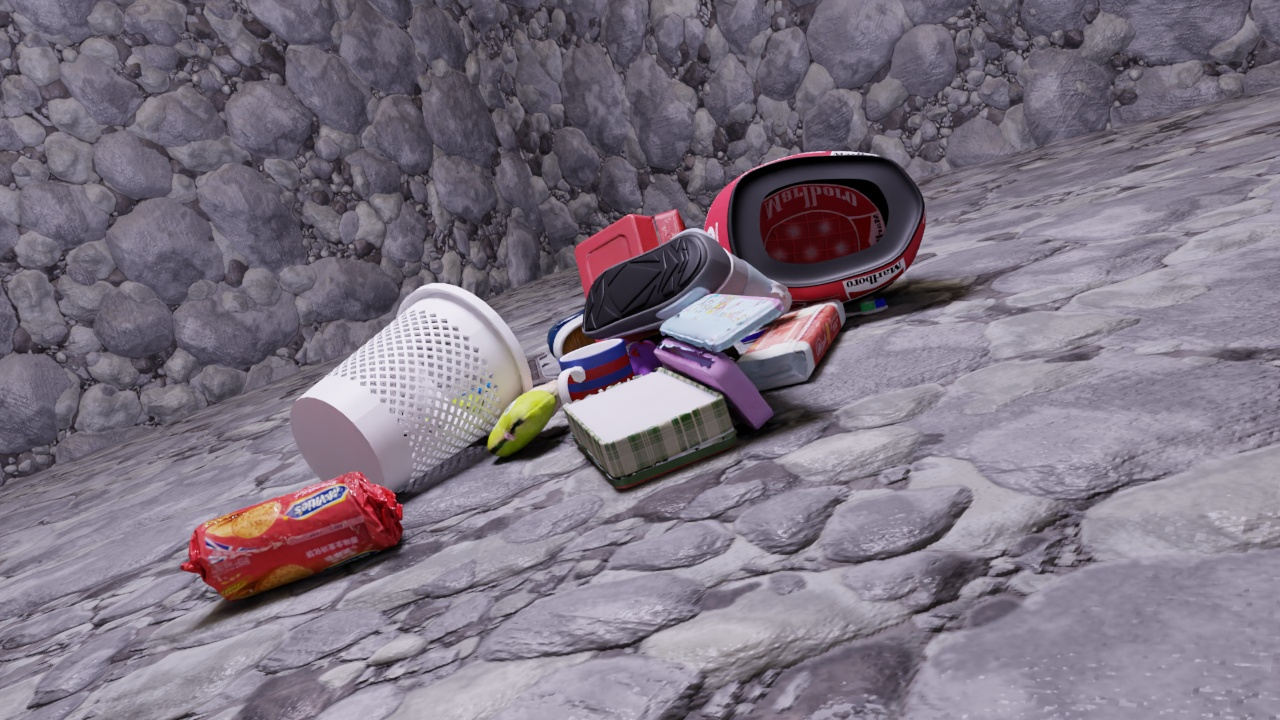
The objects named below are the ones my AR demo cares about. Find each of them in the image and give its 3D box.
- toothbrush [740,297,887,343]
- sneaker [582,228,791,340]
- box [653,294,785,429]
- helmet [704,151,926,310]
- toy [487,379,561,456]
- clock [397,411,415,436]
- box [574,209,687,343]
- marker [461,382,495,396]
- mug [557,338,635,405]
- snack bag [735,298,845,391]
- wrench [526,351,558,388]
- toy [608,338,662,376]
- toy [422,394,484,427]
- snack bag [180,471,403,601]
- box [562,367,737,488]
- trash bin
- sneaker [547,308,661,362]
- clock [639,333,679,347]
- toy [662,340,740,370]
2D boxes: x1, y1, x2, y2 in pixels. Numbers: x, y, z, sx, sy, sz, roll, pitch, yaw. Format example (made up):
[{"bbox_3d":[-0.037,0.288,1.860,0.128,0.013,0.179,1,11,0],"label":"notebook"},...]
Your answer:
[{"bbox_3d":[0.210,-0.048,1.128,0.187,0.016,0.015,-13,11,23],"label":"toothbrush"},{"bbox_3d":[0.051,-0.063,1.081,0.160,0.093,0.257,20,-22,-29],"label":"sneaker"},{"bbox_3d":[0.083,-0.012,0.860,0.093,0.089,0.214,-43,12,-5],"label":"box"},{"bbox_3d":[0.217,-0.155,1.153,0.271,0.197,0.224,-6,-4,16],"label":"helmet"},{"bbox_3d":[-0.117,0.056,0.986,0.092,0.043,0.117,-47,1,34],"label":"toy"},{"bbox_3d":[-0.352,0.106,1.188,0.091,0.042,0.120,-13,11,27],"label":"clock"},{"bbox_3d":[-0.001,-0.107,1.255,0.165,0.157,0.152,-13,-13,5],"label":"box"},{"bbox_3d":[-0.228,0.034,1.444,0.013,0.013,0.141,-10,13,38],"label":"marker"},{"bbox_3d":[-0.051,0.030,0.987,0.075,0.076,0.111,-12,12,30],"label":"mug"},{"bbox_3d":[0.166,-0.020,0.991,0.078,0.041,0.224,-13,13,25],"label":"snack bag"},{"bbox_3d":[-0.161,0.018,1.389,0.070,0.010,0.273,-16,12,-6],"label":"wrench"},{"bbox_3d":[-0.007,0.006,1.103,0.088,0.056,0.105,-7,27,34],"label":"toy"},{"bbox_3d":[-0.249,0.071,1.223,0.093,0.036,0.094,-23,4,-1],"label":"toy"},{"bbox_3d":[-0.289,0.145,0.779,0.176,0.082,0.082,-18,10,-6],"label":"snack bag"},{"bbox_3d":[0.002,0.057,0.838,0.117,0.050,0.205,-23,11,-13],"label":"box"},{"bbox_3d":[-0.256,0.046,1.000,0.196,0.195,0.199,-9,23,40],"label":"trash bin"},{"bbox_3d":[-0.010,-0.070,1.381,0.294,0.121,0.127,-24,24,-17],"label":"sneaker"},{"bbox_3d":[0.043,-0.015,1.186,0.122,0.035,0.094,-16,10,2],"label":"clock"},{"bbox_3d":[0.065,-0.006,1.060,0.101,0.055,0.041,-27,51,-20],"label":"toy"}]
